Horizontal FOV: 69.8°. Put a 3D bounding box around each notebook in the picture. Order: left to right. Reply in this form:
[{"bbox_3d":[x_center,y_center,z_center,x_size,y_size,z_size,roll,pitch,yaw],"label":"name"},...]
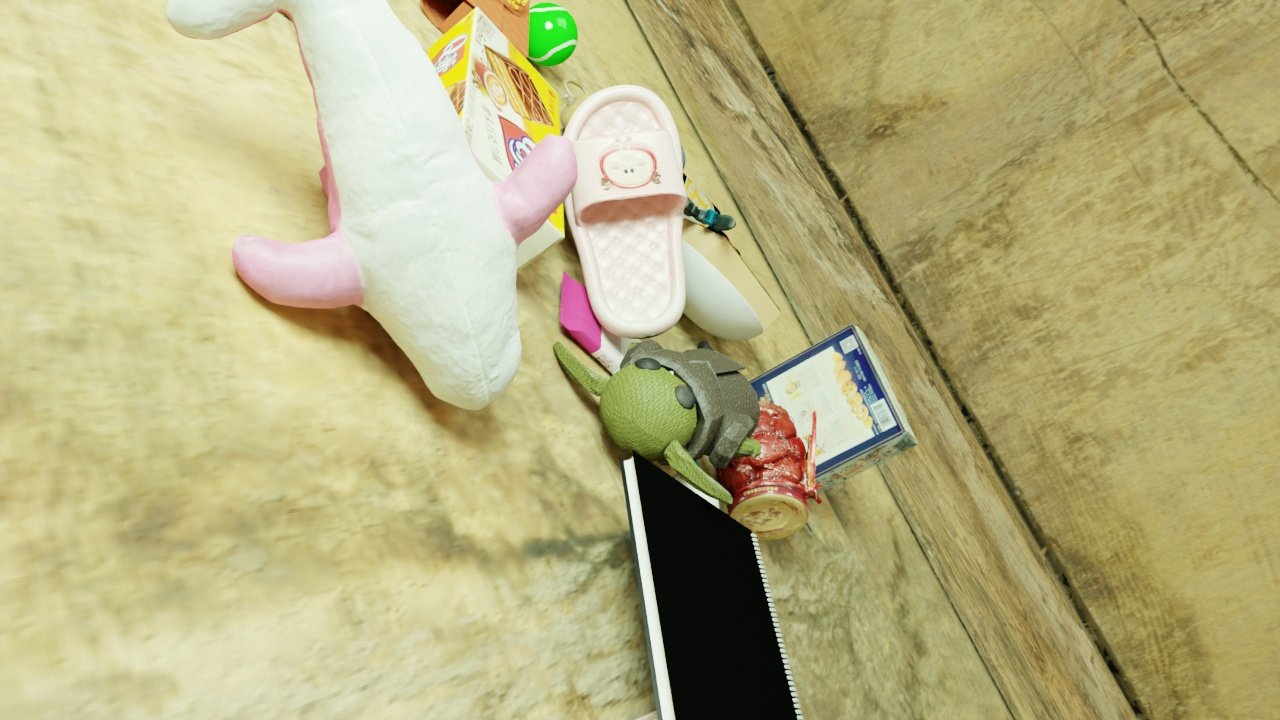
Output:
[{"bbox_3d":[0.050,0.170,0.570,0.149,0.016,0.206,38,29,-39],"label":"notebook"}]

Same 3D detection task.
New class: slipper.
[{"bbox_3d":[-0.011,-0.126,0.763,0.056,0.106,0.221,114,-29,-77],"label":"slipper"}]

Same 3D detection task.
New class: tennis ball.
[{"bbox_3d":[-0.100,-0.353,0.993,0.065,0.065,0.065,46,25,-29],"label":"tennis ball"}]

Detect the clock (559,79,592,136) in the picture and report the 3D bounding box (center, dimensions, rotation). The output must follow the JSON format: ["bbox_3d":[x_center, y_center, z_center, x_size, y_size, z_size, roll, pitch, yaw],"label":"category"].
[{"bbox_3d":[-0.028,-0.231,0.966,0.159,0.081,0.117,58,22,-2],"label":"clock"}]

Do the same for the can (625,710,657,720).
[{"bbox_3d":[0.031,0.255,0.502,0.130,0.044,0.129,46,25,-29],"label":"can"}]

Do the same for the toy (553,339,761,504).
[{"bbox_3d":[0.030,0.033,0.709,0.179,0.078,0.152,41,21,23],"label":"toy"}]

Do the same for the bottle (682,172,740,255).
[{"bbox_3d":[0.068,-0.171,1.122,0.181,0.059,0.059,37,30,-43],"label":"bottle"}]

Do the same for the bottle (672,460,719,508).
[{"bbox_3d":[0.039,0.127,0.688,0.044,0.044,0.136,46,25,-28],"label":"bottle"}]

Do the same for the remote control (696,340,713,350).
[{"bbox_3d":[0.102,0.043,0.958,0.147,0.015,0.033,55,-5,-9],"label":"remote control"}]

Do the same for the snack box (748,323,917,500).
[{"bbox_3d":[0.201,0.056,0.992,0.042,0.145,0.144,33,33,-50],"label":"snack box"}]

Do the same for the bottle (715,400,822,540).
[{"bbox_3d":[0.119,0.098,0.832,0.099,0.099,0.111,42,31,-35],"label":"bottle"}]

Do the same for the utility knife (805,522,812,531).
[{"bbox_3d":[0.133,0.114,0.950,0.165,0.015,0.022,57,-11,-7],"label":"utility knife"}]

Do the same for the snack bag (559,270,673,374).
[{"bbox_3d":[-0.005,0.005,0.794,0.196,0.016,0.070,43,29,-33],"label":"snack bag"}]

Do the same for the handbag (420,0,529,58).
[{"bbox_3d":[-0.158,-0.362,0.897,0.109,0.060,0.171,38,29,-33],"label":"handbag"}]

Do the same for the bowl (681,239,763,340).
[{"bbox_3d":[0.060,-0.067,0.954,0.149,0.043,0.149,45,-3,2],"label":"bowl"}]

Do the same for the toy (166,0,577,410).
[{"bbox_3d":[-0.140,-0.098,0.512,0.128,0.186,0.266,23,-47,60],"label":"toy"}]

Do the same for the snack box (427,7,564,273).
[{"bbox_3d":[-0.119,-0.177,0.729,0.110,0.062,0.229,42,26,-35],"label":"snack box"}]

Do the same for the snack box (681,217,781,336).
[{"bbox_3d":[0.090,-0.093,1.030,0.126,0.040,0.088,47,-6,-35],"label":"snack box"}]

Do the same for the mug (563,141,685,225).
[{"bbox_3d":[-0.008,-0.151,0.867,0.103,0.084,0.124,-62,141,-31],"label":"mug"}]

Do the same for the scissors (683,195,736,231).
[{"bbox_3d":[0.060,-0.160,0.974,0.124,0.019,0.155,27,5,-28],"label":"scissors"}]
